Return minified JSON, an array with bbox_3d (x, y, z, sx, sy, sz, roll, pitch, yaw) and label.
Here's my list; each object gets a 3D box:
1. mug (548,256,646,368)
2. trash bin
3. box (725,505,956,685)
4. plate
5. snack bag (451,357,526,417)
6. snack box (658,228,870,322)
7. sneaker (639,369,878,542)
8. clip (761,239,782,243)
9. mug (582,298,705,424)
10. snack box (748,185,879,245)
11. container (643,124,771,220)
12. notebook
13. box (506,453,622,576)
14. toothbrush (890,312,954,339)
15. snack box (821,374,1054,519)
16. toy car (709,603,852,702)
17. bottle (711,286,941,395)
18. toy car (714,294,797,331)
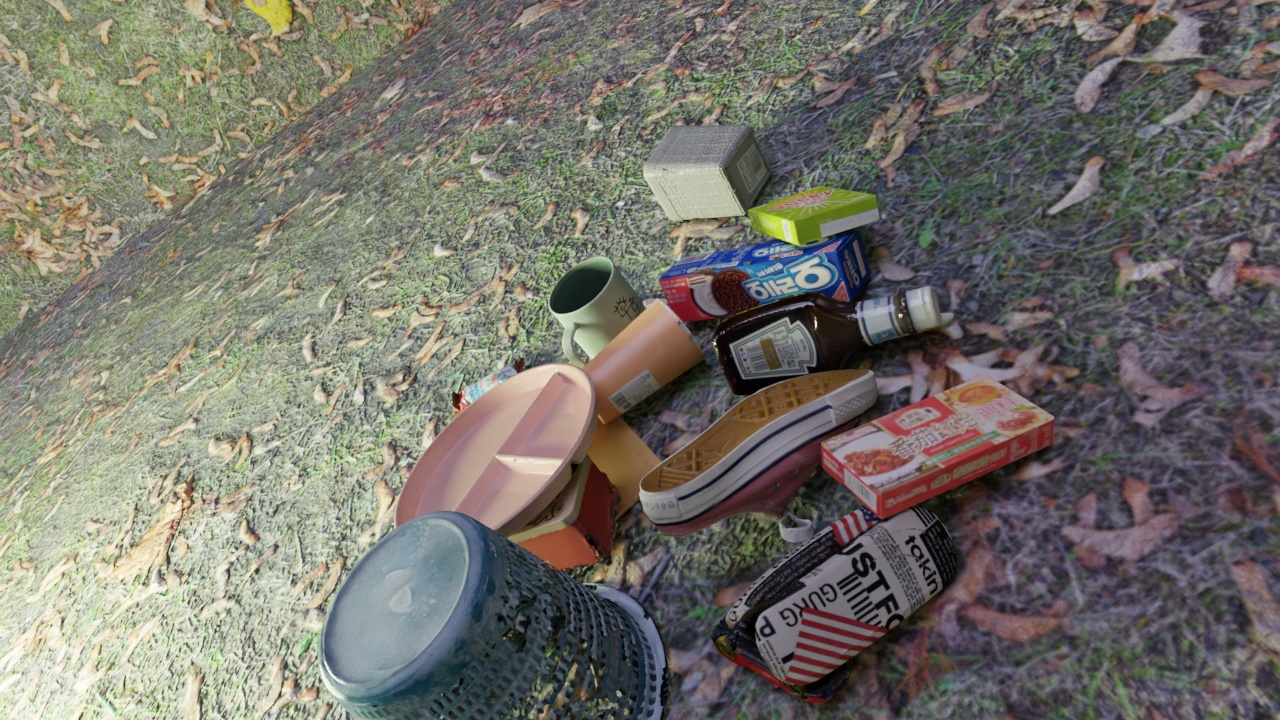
[{"bbox_3d":[-0.041,-0.035,0.977,0.082,0.106,0.111,-2,49,38],"label":"mug"},{"bbox_3d":[-0.123,0.225,0.692,0.227,0.195,0.226,-24,38,20],"label":"trash bin"},{"bbox_3d":[0.138,0.155,0.649,0.162,0.076,0.087,-32,5,-15],"label":"box"},{"bbox_3d":[-0.132,0.092,0.857,0.230,0.028,0.229,-28,31,18],"label":"plate"},{"bbox_3d":[-0.179,0.033,1.093,0.105,0.026,0.045,-29,34,10],"label":"snack bag"},{"bbox_3d":[0.121,-0.084,0.922,0.208,0.058,0.057,-6,26,37],"label":"snack box"},{"bbox_3d":[0.106,0.084,0.741,0.240,0.088,0.118,-30,17,-30],"label":"sneaker"},{"bbox_3d":[0.154,-0.119,0.978,0.058,0.036,0.025,-3,51,33],"label":"clip"},{"bbox_3d":[-0.005,0.005,0.924,0.122,0.078,0.078,-39,36,-4],"label":"mug"},{"bbox_3d":[0.170,-0.148,0.925,0.086,0.026,0.156,-18,15,-4],"label":"snack box"},{"bbox_3d":[0.083,-0.225,1.095,0.114,0.090,0.090,8,56,41],"label":"container"},{"bbox_3d":[-0.083,0.141,0.906,0.211,0.012,0.149,-41,37,-4],"label":"notebook"},{"bbox_3d":[-0.101,0.156,0.842,0.169,0.078,0.091,-21,33,25],"label":"box"},{"bbox_3d":[0.188,-0.019,0.837,0.192,0.018,0.016,-16,36,29],"label":"toothbrush"},{"bbox_3d":[0.216,0.060,0.672,0.152,0.025,0.075,-20,32,-15],"label":"snack box"},{"bbox_3d":[0.101,0.208,0.654,0.106,0.031,0.049,15,48,44],"label":"toy car"},{"bbox_3d":[0.164,-0.023,0.812,0.195,0.080,0.043,-15,19,26],"label":"bottle"},{"bbox_3d":[0.123,-0.032,0.887,0.105,0.048,0.032,-19,12,25],"label":"toy car"}]
